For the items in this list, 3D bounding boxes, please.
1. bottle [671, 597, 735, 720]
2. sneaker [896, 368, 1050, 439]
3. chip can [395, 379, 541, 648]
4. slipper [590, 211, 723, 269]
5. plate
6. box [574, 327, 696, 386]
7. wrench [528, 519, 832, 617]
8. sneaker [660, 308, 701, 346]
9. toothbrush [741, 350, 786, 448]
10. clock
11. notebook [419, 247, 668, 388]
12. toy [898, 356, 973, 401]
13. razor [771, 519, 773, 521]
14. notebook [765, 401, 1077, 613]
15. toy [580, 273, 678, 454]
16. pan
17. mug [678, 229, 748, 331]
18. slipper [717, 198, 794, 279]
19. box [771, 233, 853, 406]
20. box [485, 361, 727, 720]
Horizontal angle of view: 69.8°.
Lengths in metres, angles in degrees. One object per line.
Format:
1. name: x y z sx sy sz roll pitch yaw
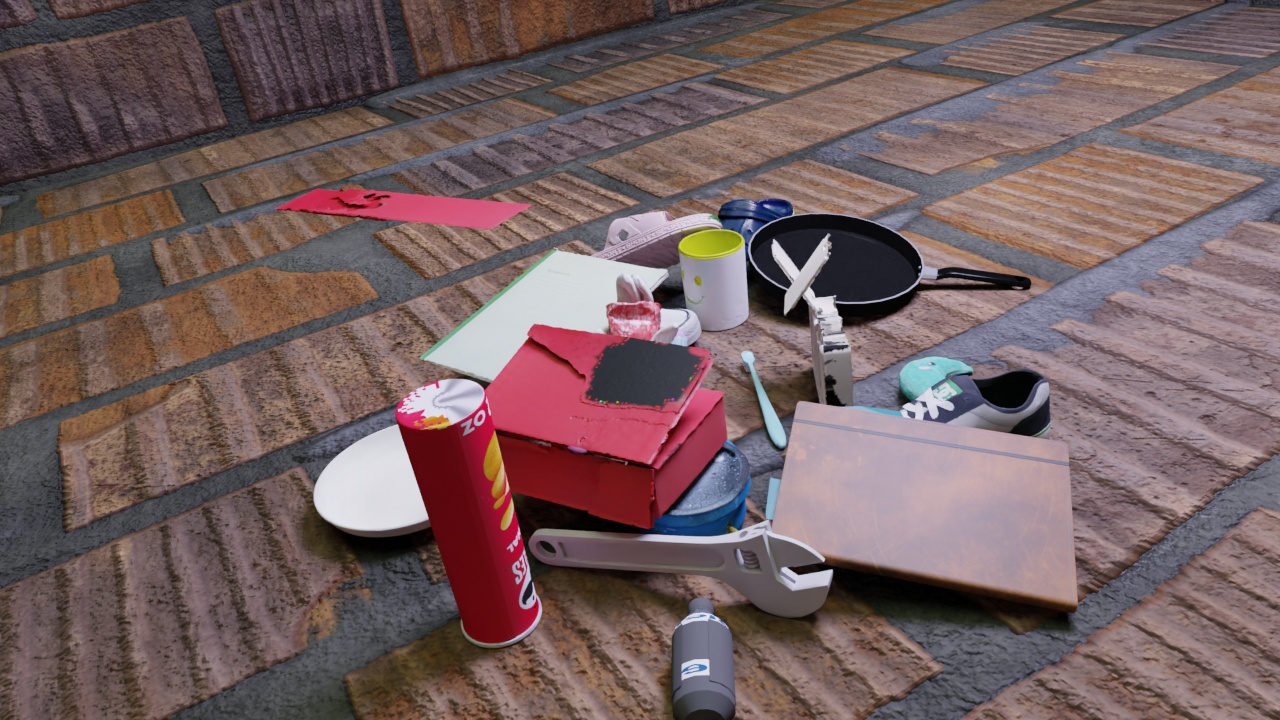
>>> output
1. bottle: 0.046 0.224 0.684 0.047 0.047 0.112 -5 30 6
2. sneaker: 0.276 0.057 0.875 0.235 0.079 0.084 -12 31 -5
3. chip can: -0.132 0.124 0.726 0.069 0.221 0.069 -7 30 4
4. slipper: -0.007 -0.157 1.240 0.240 0.064 0.094 -21 -20 24
5. plate: -0.238 0.125 0.940 0.182 0.034 0.182 -7 30 4
6. box: -0.047 0.007 1.064 0.214 0.096 0.077 2 59 18
7. wrench: 0.025 0.171 0.772 0.274 0.087 0.018 -4 29 29
8. sneaker: -0.047 -0.055 1.142 0.241 0.088 0.118 -3 31 10
9. toothbrush: 0.134 0.041 1.004 0.016 0.017 0.180 -8 31 -2
10. clock: 0.044 0.115 0.859 0.117 0.060 0.161 -8 29 3
11. notebook: -0.108 -0.053 1.065 0.182 0.010 0.251 14 43 33
12. toy: 0.317 0.024 0.970 0.085 0.033 0.105 7 31 6
13. razor: 0.181 0.145 0.788 0.151 0.054 0.067 17 50 27
14. notebook: 0.230 0.108 0.775 0.249 0.014 0.178 9 47 13
15. toy: -0.006 0.006 0.971 0.159 0.194 0.084 2 -8 10
16. pan: 0.317 -0.117 1.191 0.356 0.034 0.224 10 39 11
17. mug: 0.094 -0.102 1.168 0.082 0.106 0.082 -6 30 3
18. slipper: 0.146 -0.192 1.325 0.105 0.095 0.252 12 33 27
19. box: 0.177 -0.041 0.956 0.069 0.191 0.143 -6 23 7
20. box: -0.037 0.172 0.877 0.214 0.326 0.152 8 17 32
